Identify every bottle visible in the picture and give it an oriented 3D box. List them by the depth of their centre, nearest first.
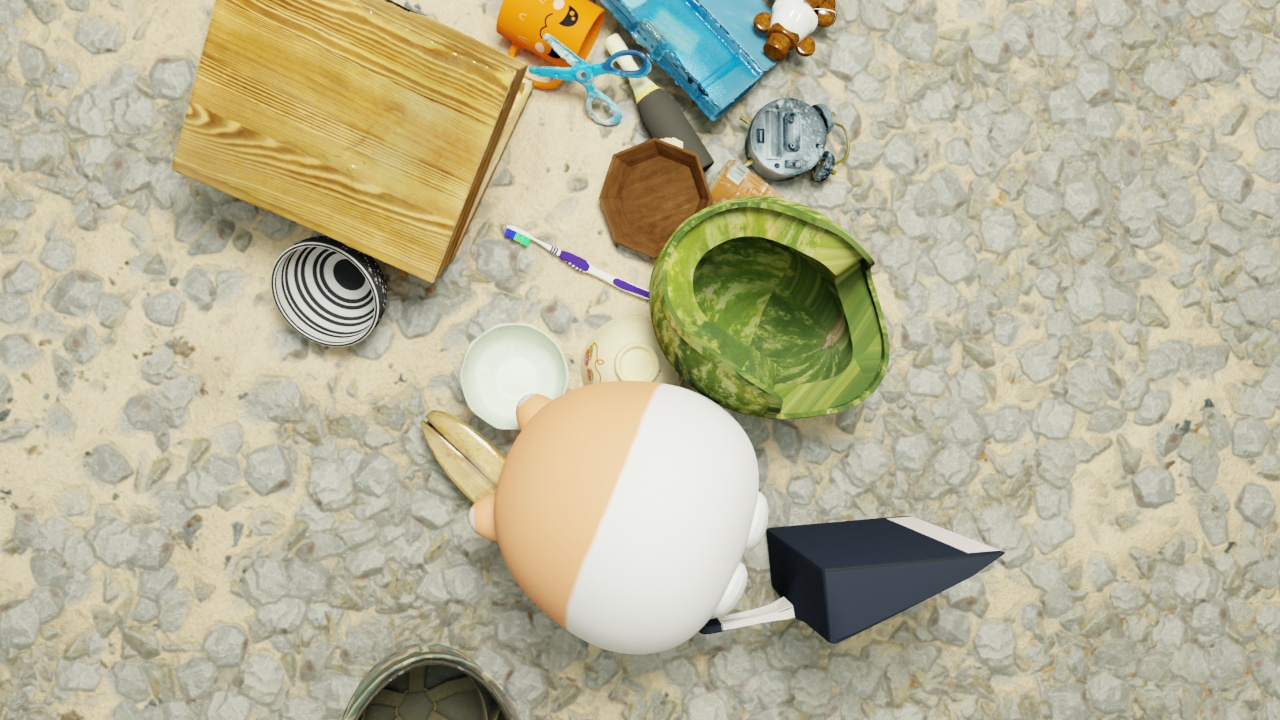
[{"bbox_3d":[0.016,-0.289,1.041,0.045,0.045,0.184,-33,91,-5],"label":"bottle"},{"bbox_3d":[0.150,-0.157,1.041,0.167,0.059,0.059,37,85,-3],"label":"bottle"}]

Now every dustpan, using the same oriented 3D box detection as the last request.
[{"bbox_3d":[0.192,0.227,0.941,0.273,0.236,0.080,-4,89,-5],"label":"dustpan"}]

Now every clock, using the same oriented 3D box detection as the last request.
[{"bbox_3d":[0.178,-0.250,1.049,0.129,0.052,0.090,0,88,-4],"label":"clock"}]

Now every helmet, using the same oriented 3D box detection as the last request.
[{"bbox_3d":[-0.208,0.399,0.904,0.192,0.237,0.224,-1,84,-19],"label":"helmet"},{"bbox_3d":[0.127,-0.050,0.945,0.243,0.247,0.213,30,88,34],"label":"helmet"}]

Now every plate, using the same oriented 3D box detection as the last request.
[{"bbox_3d":[0.019,-0.182,1.025,0.131,0.025,0.131,4,104,18],"label":"plate"}]

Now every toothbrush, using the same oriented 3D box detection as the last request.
[{"bbox_3d":[-0.069,-0.109,1.044,0.186,0.015,0.016,26,91,-4],"label":"toothbrush"}]

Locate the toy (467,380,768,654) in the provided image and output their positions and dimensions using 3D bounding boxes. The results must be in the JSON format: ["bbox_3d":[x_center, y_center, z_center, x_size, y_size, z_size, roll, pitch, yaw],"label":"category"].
[{"bbox_3d":[-0.019,0.146,0.914,0.281,0.266,0.262,20,75,9],"label":"toy"}]

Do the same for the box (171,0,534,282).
[{"bbox_3d":[-0.287,-0.248,0.963,0.279,0.220,0.259,23,109,-10],"label":"box"}]

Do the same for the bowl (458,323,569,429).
[{"bbox_3d":[-0.138,0.018,1.011,0.117,0.061,0.117,0,88,-5],"label":"bowl"}]

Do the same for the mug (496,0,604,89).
[{"bbox_3d":[-0.107,-0.363,1.027,0.096,0.077,0.113,28,117,-3],"label":"mug"}]

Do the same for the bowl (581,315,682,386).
[{"bbox_3d":[-0.006,0.006,1.015,0.118,0.074,0.118,0,88,-5],"label":"bowl"}]

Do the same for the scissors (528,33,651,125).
[{"bbox_3d":[-0.050,-0.317,1.001,0.137,0.128,0.012,38,40,-34],"label":"scissors"}]

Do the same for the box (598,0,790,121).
[{"bbox_3d":[0.058,-0.401,1.038,0.231,0.034,0.174,47,62,-2],"label":"box"}]

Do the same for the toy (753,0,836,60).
[{"bbox_3d":[0.175,-0.392,1.043,0.087,0.067,0.112,29,81,-3],"label":"toy"}]

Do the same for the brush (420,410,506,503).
[{"bbox_3d":[-0.167,0.130,1.013,0.059,0.043,0.195,-45,93,-6],"label":"brush"}]

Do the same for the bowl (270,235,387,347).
[{"bbox_3d":[-0.326,-0.082,0.991,0.120,0.066,0.120,5,119,9],"label":"bowl"}]
